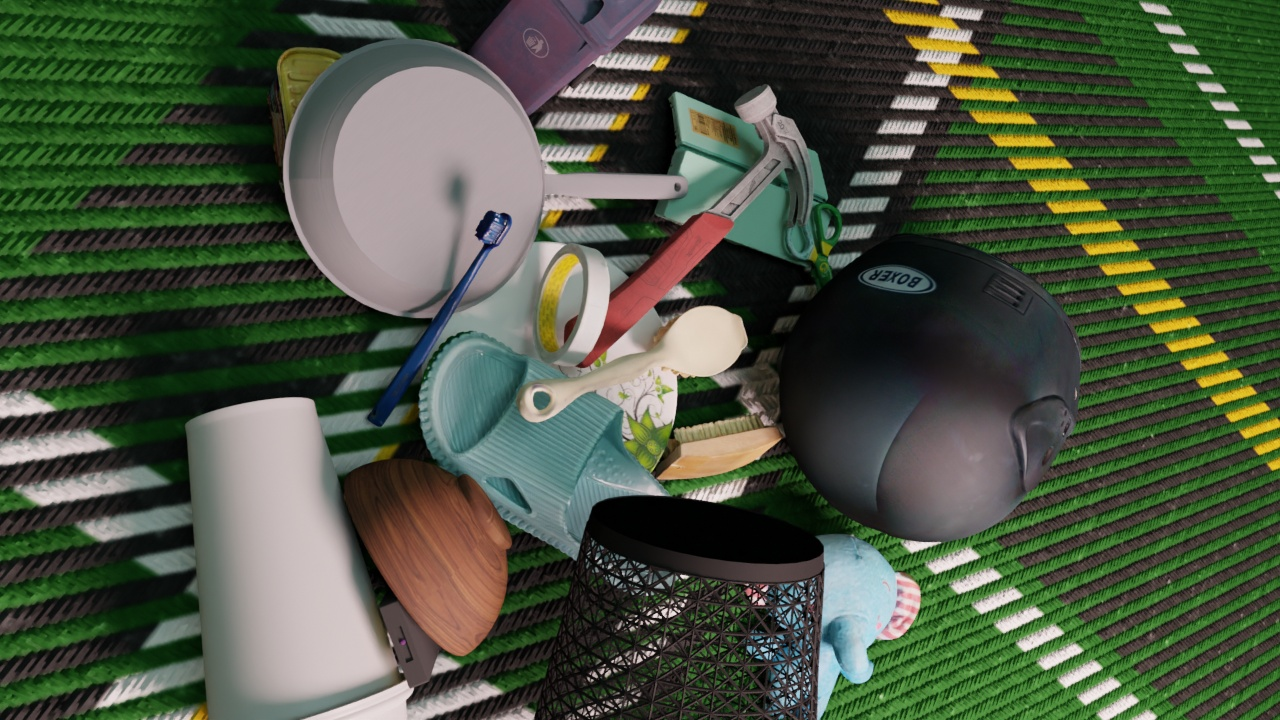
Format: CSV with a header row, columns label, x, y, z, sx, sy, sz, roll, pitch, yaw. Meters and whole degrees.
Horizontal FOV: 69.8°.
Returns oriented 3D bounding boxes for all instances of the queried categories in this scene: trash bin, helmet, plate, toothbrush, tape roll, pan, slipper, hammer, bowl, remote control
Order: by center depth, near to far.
label,x,y,z,sx,sy,sz,roll,pitch,yaw
remote control,-0.154,0.175,0.629,0.013,0.133,0.058,-20,91,-7
bowl,-0.131,0.120,0.630,0.069,0.147,0.147,-33,101,-6
trash bin,0.027,0.234,0.641,0.216,0.217,0.243,6,95,-31
toothbrush,-0.148,-0.028,0.660,0.017,0.016,0.190,16,116,-48
slipper,-0.052,0.087,0.703,0.276,0.070,0.115,42,67,-20
tape roll,-0.055,-0.042,0.704,0.019,0.094,0.094,12,76,-29
pan,-0.090,-0.138,0.713,0.355,0.051,0.201,-6,101,-34
trash bin,-0.063,-0.271,0.733,0.094,0.161,0.092,48,62,-16
plate,-0.073,0.017,0.759,0.229,0.030,0.229,5,80,-31
hammer,0.046,-0.102,0.803,0.314,0.036,0.126,-46,116,-24
helmet,0.260,0.048,0.844,0.316,0.249,0.235,38,74,-48

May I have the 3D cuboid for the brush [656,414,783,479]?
label,x,y,z,sx,sy,sz,roll,pitch,yaw
brush,0.069,0.077,0.827,0.117,0.049,0.039,-5,63,-31

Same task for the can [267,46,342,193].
label,x,y,z,sx,sy,sz,roll,pitch,yaw
can,-0.238,-0.169,0.671,0.053,0.059,0.099,-7,86,-32

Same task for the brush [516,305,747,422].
label,x,y,z,sx,sy,sz,roll,pitch,yaw
brush,-0.004,0.004,0.705,0.271,0.078,0.062,-20,81,-55

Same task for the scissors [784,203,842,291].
label,x,y,z,sx,sy,sz,roll,pitch,yaw
scissors,0.175,-0.091,0.917,0.071,0.014,0.131,-20,115,-20

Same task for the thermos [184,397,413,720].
label,x,y,z,sx,sy,sz,roll,pitch,yaw
thermos,-0.232,0.142,0.596,0.131,0.132,0.221,-9,80,-32

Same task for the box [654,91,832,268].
label,x,y,z,sx,sy,sz,roll,pitch,yaw
box,0.106,-0.175,0.892,0.186,0.057,0.138,12,82,-30

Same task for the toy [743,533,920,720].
label,x,y,z,sx,sy,sz,roll,pitch,yaw
toy,0.167,0.245,0.833,0.183,0.115,0.180,20,84,-17
